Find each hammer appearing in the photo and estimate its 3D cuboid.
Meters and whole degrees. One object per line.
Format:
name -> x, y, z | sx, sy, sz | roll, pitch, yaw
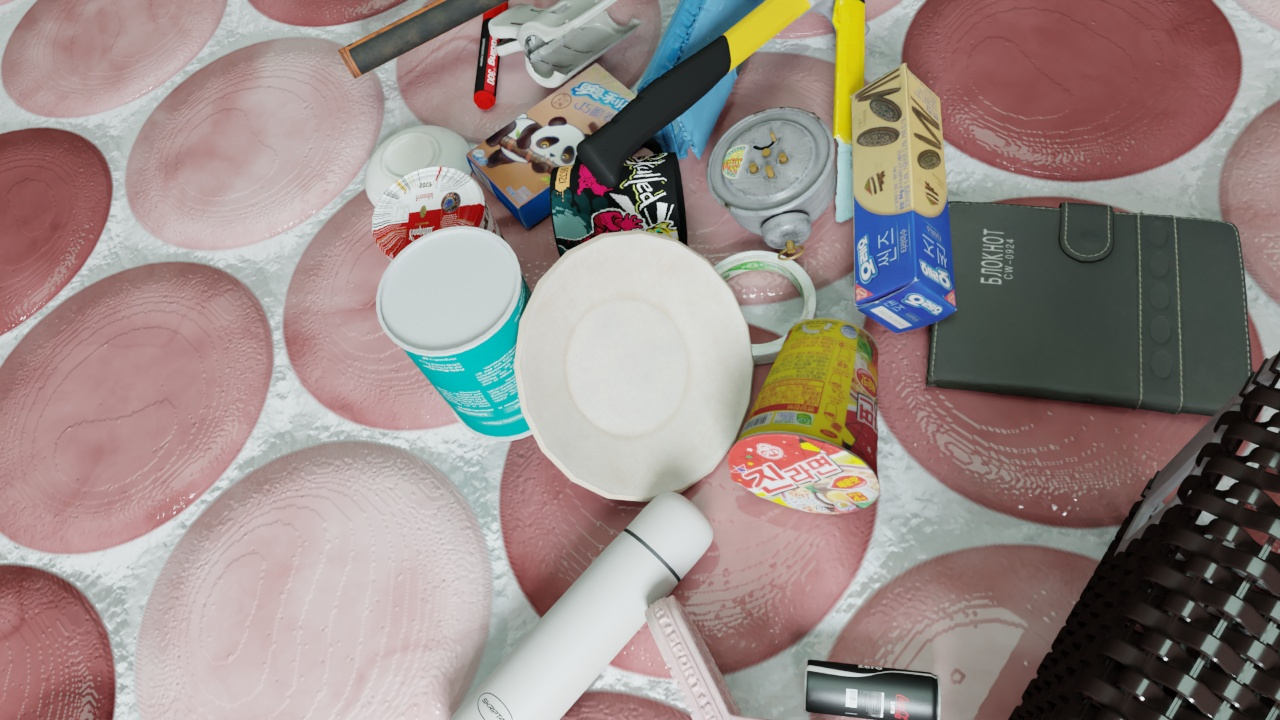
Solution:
hammer -> -0.143, -0.358, 0.879 | 0.314, 0.035, 0.137 | -29, 38, -5
hammer -> 0.064, -0.244, 0.743 | 0.322, 0.029, 0.127 | -44, 102, -28

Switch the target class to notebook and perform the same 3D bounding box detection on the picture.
notebook -> 0.323, -0.044, 0.668 | 0.209, 0.029, 0.169 | 8, 65, 13

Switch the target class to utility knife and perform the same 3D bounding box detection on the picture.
utility knife -> 0.173, -0.216, 0.769 | 0.030, 0.019, 0.217 | 7, 72, -9

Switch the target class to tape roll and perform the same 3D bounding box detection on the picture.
tape roll -> 0.090, -0.042, 0.715 | 0.094, 0.018, 0.093 | -4, 62, 8

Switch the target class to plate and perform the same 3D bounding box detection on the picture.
plate -> -0.207, -0.180, 0.840 | 0.104, 0.026, 0.104 | -5, 61, 8
plate -> -0.004, 0.004, 0.651 | 0.188, 0.027, 0.188 | 1, 87, -28

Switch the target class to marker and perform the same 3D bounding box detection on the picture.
marker -> -0.146, -0.305, 0.896 | 0.023, 0.021, 0.144 | -1, 62, 2

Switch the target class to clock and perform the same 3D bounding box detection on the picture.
clock -> 0.109, -0.140, 0.734 | 0.104, 0.056, 0.147 | -16, 61, 17

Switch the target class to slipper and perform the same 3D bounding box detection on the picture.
slipper -> 0.081, 0.233, 0.530 | 0.064, 0.094, 0.239 | -32, 58, -1

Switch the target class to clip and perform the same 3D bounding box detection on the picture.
clip -> -0.068, -0.297, 0.851 | 0.153, 0.099, 0.126 | -6, 32, 46

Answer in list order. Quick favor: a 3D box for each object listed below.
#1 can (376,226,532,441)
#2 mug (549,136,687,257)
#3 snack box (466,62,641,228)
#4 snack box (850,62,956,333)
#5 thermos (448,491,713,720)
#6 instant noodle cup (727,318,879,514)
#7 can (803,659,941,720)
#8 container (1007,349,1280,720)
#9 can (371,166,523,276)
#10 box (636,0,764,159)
can -> -0.115, -0.015, 0.668 | 0.099, 0.144, 0.099 | -4, 62, 8
mug -> -0.016, -0.137, 0.748 | 0.098, 0.082, 0.117 | -6, 64, 8
snack box -> -0.069, -0.192, 0.815 | 0.151, 0.034, 0.087 | -38, 62, -10
snack box -> 0.200, -0.126, 0.704 | 0.057, 0.056, 0.206 | -23, 52, 43
thermos -> -0.039, 0.180, 0.604 | 0.052, 0.052, 0.223 | 37, 75, 25
instant noodle cup -> 0.123, 0.033, 0.631 | 0.100, 0.100, 0.112 | 12, 57, 16
can -> 0.142, 0.205, 0.567 | 0.080, 0.031, 0.031 | 2, 63, 12
container -> 0.319, 0.191, 0.424 | 0.245, 0.247, 0.243 | 35, 77, 25
can -> -0.149, -0.083, 0.726 | 0.087, 0.116, 0.086 | -4, 62, 8
box -> 0.065, -0.289, 0.808 | 0.054, 0.093, 0.231 | 15, 65, 18
